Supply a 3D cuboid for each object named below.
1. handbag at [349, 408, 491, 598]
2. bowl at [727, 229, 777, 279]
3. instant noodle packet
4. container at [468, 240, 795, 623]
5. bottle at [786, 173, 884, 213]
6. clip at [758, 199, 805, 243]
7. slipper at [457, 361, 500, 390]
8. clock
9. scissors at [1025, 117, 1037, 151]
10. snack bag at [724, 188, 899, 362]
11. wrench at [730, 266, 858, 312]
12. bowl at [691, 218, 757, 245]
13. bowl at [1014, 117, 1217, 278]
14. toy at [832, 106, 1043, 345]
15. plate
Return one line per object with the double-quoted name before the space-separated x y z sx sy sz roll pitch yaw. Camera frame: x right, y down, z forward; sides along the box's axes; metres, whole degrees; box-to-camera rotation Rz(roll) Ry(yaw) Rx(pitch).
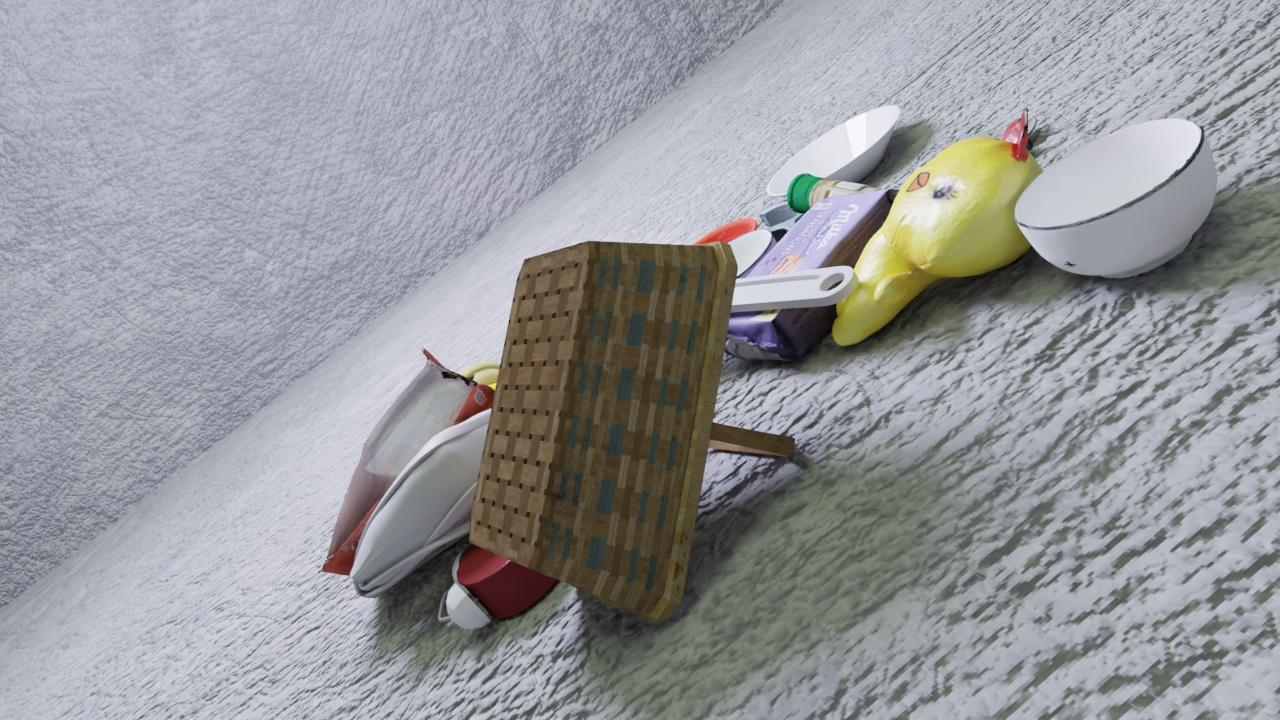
"handbag" -0.177 0.145 0.841 0.223 0.095 0.215 -49 -8 23
"bowl" 0.094 -0.068 0.895 0.118 0.062 0.118 -33 18 12
"instant noodle packet" -0.220 0.117 0.904 0.220 0.084 0.164 -60 -9 -11
"container" 0.004 0.045 0.642 0.158 0.186 0.249 -2 76 60
"bottle" 0.198 -0.159 0.913 0.043 0.043 0.111 -43 38 -18
"clip" 0.155 -0.140 1.016 0.106 0.028 0.163 -44 19 -15
"slipper" -0.196 0.077 1.037 0.082 0.091 0.190 -6 39 53
"clock" -0.109 0.166 0.731 0.124 0.044 0.087 -35 19 7
"scissors" 0.312 -0.170 0.814 0.150 0.019 0.130 -34 19 13
"snack bag" 0.154 -0.076 0.807 0.205 0.058 0.096 -46 22 -19
"wrench" 0.081 -0.063 0.792 0.274 0.018 0.086 -2 44 52
"bowl" 0.085 -0.102 1.018 0.131 0.045 0.130 -33 19 13
"bowl" 0.303 -0.094 0.576 0.113 0.063 0.113 -33 19 13
"toy" 0.222 -0.091 0.691 0.208 0.092 0.133 -39 14 28
"plate" 0.232 -0.231 1.074 0.174 0.036 0.173 -33 19 13
